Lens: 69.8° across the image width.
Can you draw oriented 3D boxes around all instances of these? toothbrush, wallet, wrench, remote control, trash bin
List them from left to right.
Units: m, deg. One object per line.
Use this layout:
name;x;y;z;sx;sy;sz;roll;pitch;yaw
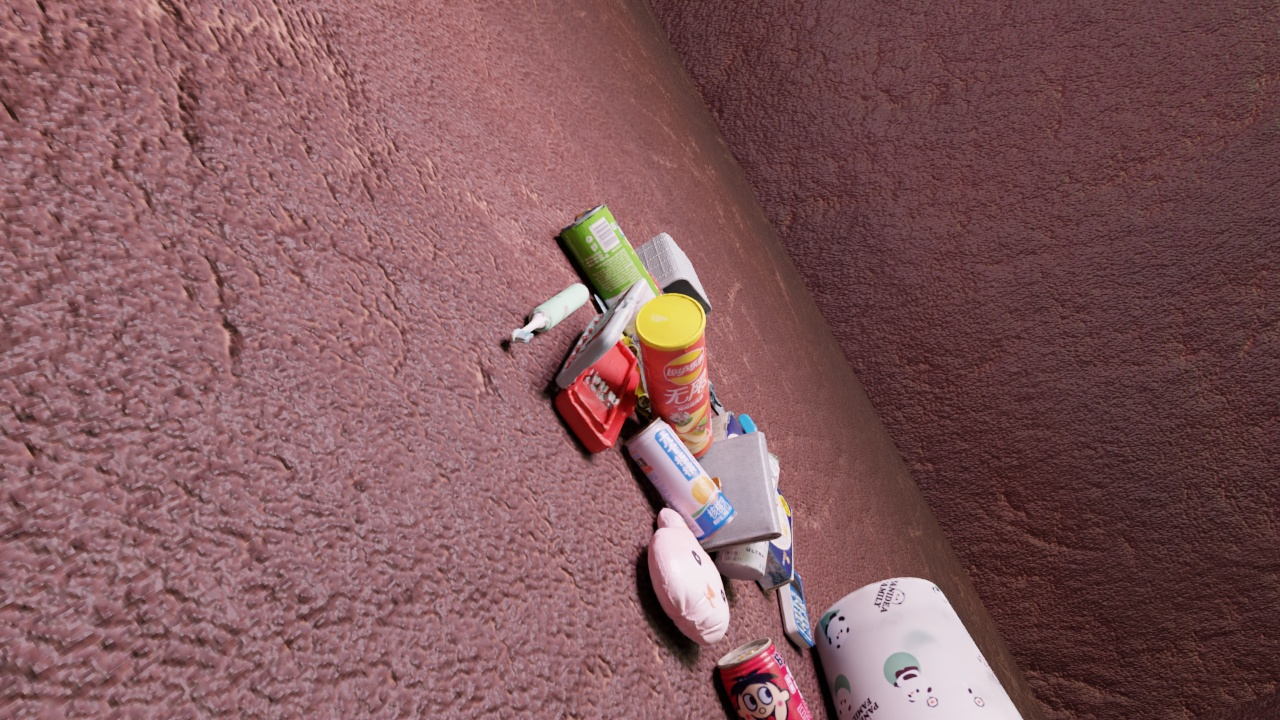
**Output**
toothbrush;-0.094;-0.048;0.947;0.224;0.027;0.026;-50;148;-71
wrench;0.064;-0.014;1.247;0.056;0.016;0.273;31;-24;56
wallet;0.099;0.149;1.045;0.037;0.107;0.129;58;22;-52
remote control;0.200;0.318;1.208;0.049;0.024;0.124;51;22;-29
trash bin;0.345;0.430;1.150;0.229;0.230;0.251;45;18;-41

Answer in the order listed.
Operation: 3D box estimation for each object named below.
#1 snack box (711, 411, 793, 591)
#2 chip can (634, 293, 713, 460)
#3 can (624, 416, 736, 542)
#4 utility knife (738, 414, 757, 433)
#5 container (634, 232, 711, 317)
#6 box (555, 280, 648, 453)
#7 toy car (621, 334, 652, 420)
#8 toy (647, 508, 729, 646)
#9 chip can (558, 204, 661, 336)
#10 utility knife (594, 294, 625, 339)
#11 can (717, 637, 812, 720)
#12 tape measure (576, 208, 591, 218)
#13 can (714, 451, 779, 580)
snack box;0.140;0.181;1.214;0.182;0.046;0.177;56;19;-13
chip can;0.040;0.026;0.996;0.217;0.073;0.073;82;-3;-50
can;0.042;0.127;0.988;0.134;0.053;0.053;52;18;0
utility knife;0.165;0.101;1.383;0.034;0.018;0.234;57;4;10
container;0.032;-0.106;1.282;0.090;0.090;0.111;44;22;-43
box;-0.022;-0.001;0.955;0.110;0.100;0.201;54;20;-12
toy car;-0.002;0.021;1.090;0.048;0.032;0.105;-3;77;-70
toy;0.046;0.210;0.914;0.121;0.054;0.159;56;11;-18
chip can;-0.011;-0.081;1.148;0.236;0.072;0.072;57;19;-14
utility knife;-0.007;0.007;1.133;0.201;0.021;0.031;55;13;-4
can;0.123;0.332;0.911;0.093;0.067;0.066;64;18;7
tape measure;-0.059;-0.175;1.225;0.057;0.029;0.060;64;18;9
can;0.126;0.180;1.074;0.058;0.058;0.146;44;49;-42
